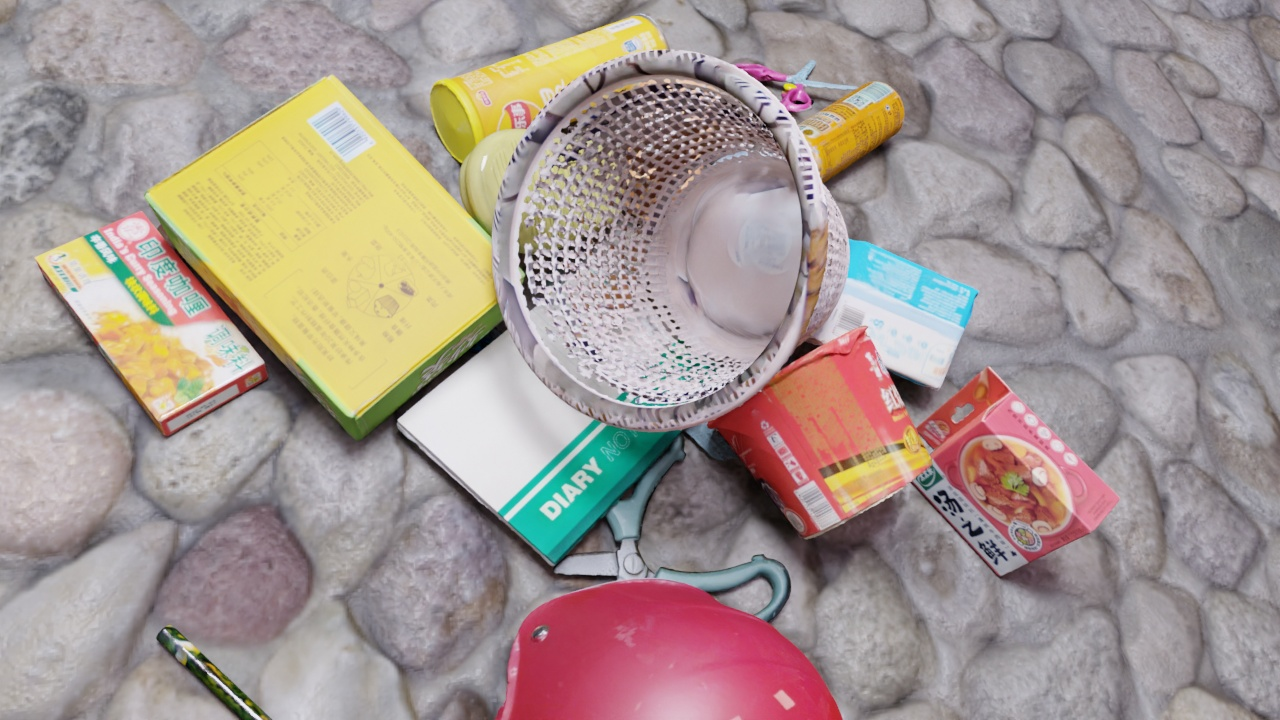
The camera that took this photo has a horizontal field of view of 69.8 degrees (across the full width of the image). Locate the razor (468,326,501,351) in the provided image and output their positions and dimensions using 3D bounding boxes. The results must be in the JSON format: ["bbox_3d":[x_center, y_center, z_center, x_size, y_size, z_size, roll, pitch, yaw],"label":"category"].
[{"bbox_3d":[-0.118,-0.071,0.722,0.042,0.022,0.142,12,58,-11],"label":"razor"}]

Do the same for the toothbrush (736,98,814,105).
[{"bbox_3d":[0.082,-0.244,0.879,0.189,0.014,0.016,-9,63,-19],"label":"toothbrush"}]

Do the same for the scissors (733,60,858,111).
[{"bbox_3d":[0.147,-0.275,0.901,0.135,0.017,0.133,19,41,13],"label":"scissors"}]

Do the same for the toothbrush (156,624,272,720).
[{"bbox_3d":[-0.215,0.218,0.534,0.186,0.017,0.012,39,66,8],"label":"toothbrush"}]

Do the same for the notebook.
[{"bbox_3d":[-0.049,0.029,0.674,0.150,0.012,0.208,40,59,11],"label":"notebook"}]

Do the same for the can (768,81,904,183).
[{"bbox_3d":[0.183,-0.209,0.860,0.145,0.058,0.058,-35,75,-29],"label":"can"}]

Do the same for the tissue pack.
[{"bbox_3d":[0.199,-0.039,0.748,0.140,0.063,0.090,21,92,-9],"label":"tissue pack"}]

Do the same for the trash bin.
[{"bbox_3d":[0.045,-0.074,0.626,0.227,0.228,0.191,53,25,16],"label":"trash bin"}]

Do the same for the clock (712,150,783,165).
[{"bbox_3d":[0.094,-0.101,0.775,0.117,0.060,0.158,23,56,-3],"label":"clock"}]

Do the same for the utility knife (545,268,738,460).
[{"bbox_3d":[-0.004,0.004,0.718,0.030,0.022,0.213,-38,81,-26],"label":"utility knife"}]

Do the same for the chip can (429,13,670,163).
[{"bbox_3d":[-0.074,-0.240,0.800,0.212,0.072,0.072,-31,73,-28],"label":"chip can"}]

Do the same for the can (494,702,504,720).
[{"bbox_3d":[-0.043,0.210,0.556,0.066,0.067,0.093,37,58,7],"label":"can"}]

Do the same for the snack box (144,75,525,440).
[{"bbox_3d":[-0.209,-0.073,0.645,0.210,0.070,0.157,46,69,4],"label":"snack box"}]

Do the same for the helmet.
[{"bbox_3d":[0.022,0.239,0.473,0.207,0.144,0.239,30,69,-35],"label":"helmet"}]

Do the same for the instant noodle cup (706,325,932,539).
[{"bbox_3d":[0.132,0.057,0.660,0.137,0.138,0.108,-26,79,-26],"label":"instant noodle cup"}]

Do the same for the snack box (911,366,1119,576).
[{"bbox_3d":[0.263,0.085,0.683,0.044,0.113,0.127,-33,74,-27],"label":"snack box"}]

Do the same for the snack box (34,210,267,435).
[{"bbox_3d":[-0.337,-0.028,0.635,0.076,0.027,0.156,-36,75,-30],"label":"snack box"}]

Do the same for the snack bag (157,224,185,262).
[{"bbox_3d":[-0.307,-0.112,0.692,0.104,0.026,0.048,-34,66,-28],"label":"snack bag"}]

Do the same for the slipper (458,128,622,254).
[{"bbox_3d":[-0.083,-0.129,0.720,0.190,0.082,0.091,-24,103,-58],"label":"slipper"}]

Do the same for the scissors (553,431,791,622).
[{"bbox_3d":[0.033,0.130,0.652,0.179,0.019,0.169,23,56,-3],"label":"scissors"}]

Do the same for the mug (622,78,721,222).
[{"bbox_3d":[0.024,-0.182,0.788,0.078,0.078,0.122,16,57,-6],"label":"mug"}]
